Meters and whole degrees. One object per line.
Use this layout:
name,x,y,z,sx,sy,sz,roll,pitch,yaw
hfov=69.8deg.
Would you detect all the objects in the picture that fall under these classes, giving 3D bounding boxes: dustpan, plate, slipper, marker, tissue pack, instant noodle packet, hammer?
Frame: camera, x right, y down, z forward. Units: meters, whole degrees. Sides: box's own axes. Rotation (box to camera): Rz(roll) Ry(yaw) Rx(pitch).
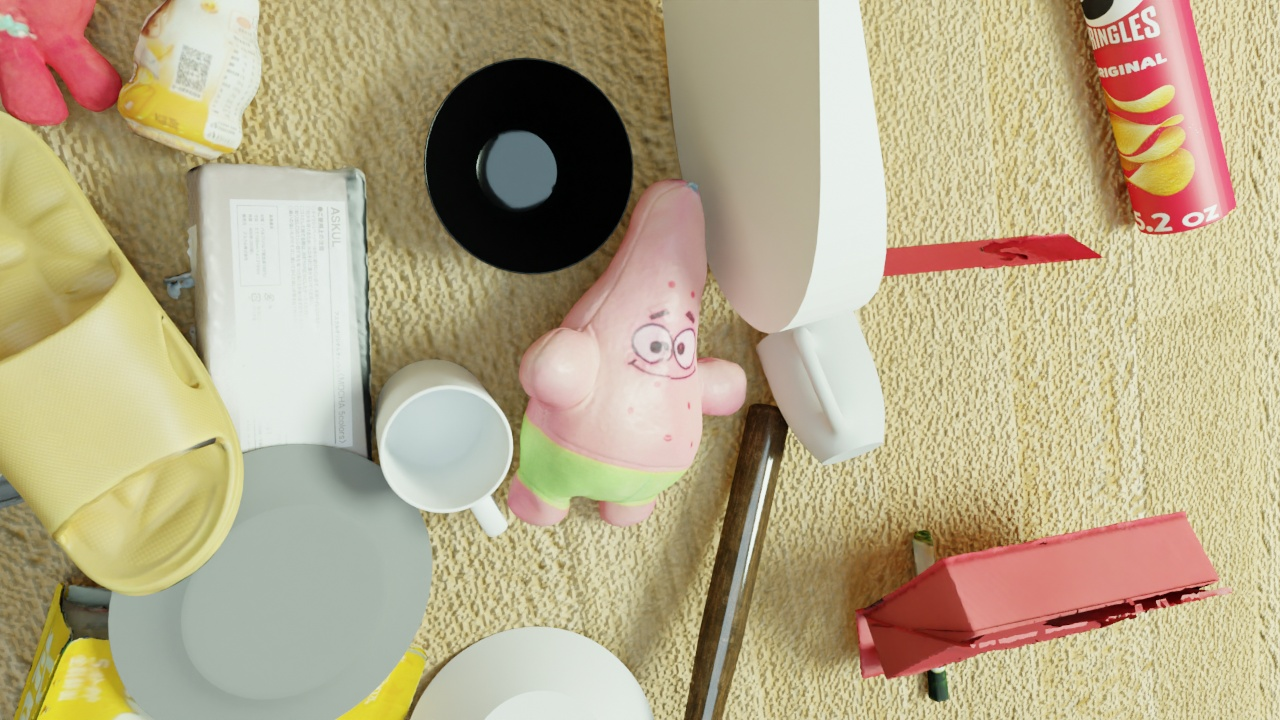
dustpan,0.077,-0.143,0.525,0.053,0.191,0.258,-16,121,-15
plate,-0.068,0.264,0.600,0.174,0.036,0.173,4,73,-12
slipper,-0.284,-0.010,0.446,0.099,0.078,0.263,-30,90,-16
plate,-0.201,0.136,0.524,0.178,0.012,0.178,-7,103,-35
marker,0.233,0.205,0.735,0.017,0.017,0.146,-13,103,-15
tissue pack,-0.215,-0.022,0.533,0.103,0.071,0.181,-6,105,-32
instant noodle packet,-0.257,0.238,0.562,0.221,0.084,0.163,18,95,-31
hammer,0.053,0.171,0.597,0.037,0.217,0.300,12,83,10

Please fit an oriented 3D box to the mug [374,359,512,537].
mug,-0.113,0.058,0.559,0.073,0.090,0.110,-30,107,-11

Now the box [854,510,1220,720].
box,0.287,0.288,0.672,0.212,0.148,0.374,-5,97,-18

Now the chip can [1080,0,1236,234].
chip can,0.380,-0.207,0.680,0.069,0.069,0.220,-28,107,-11

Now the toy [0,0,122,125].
toy,-0.326,-0.186,0.472,0.091,0.045,0.135,-35,104,-12

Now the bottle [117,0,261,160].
bottle,-0.236,-0.166,0.494,0.063,0.063,0.108,18,93,-20

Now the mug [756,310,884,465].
mug,0.121,0.018,0.603,0.071,0.107,0.089,-22,73,13

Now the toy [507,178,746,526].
toy,-0.003,0.003,0.576,0.191,0.097,0.237,5,106,-45

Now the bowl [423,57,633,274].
bowl,-0.071,-0.117,0.561,0.124,0.052,0.124,-3,101,-17

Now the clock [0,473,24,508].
clock,-0.339,0.024,0.500,0.147,0.056,0.104,-10,100,-14
